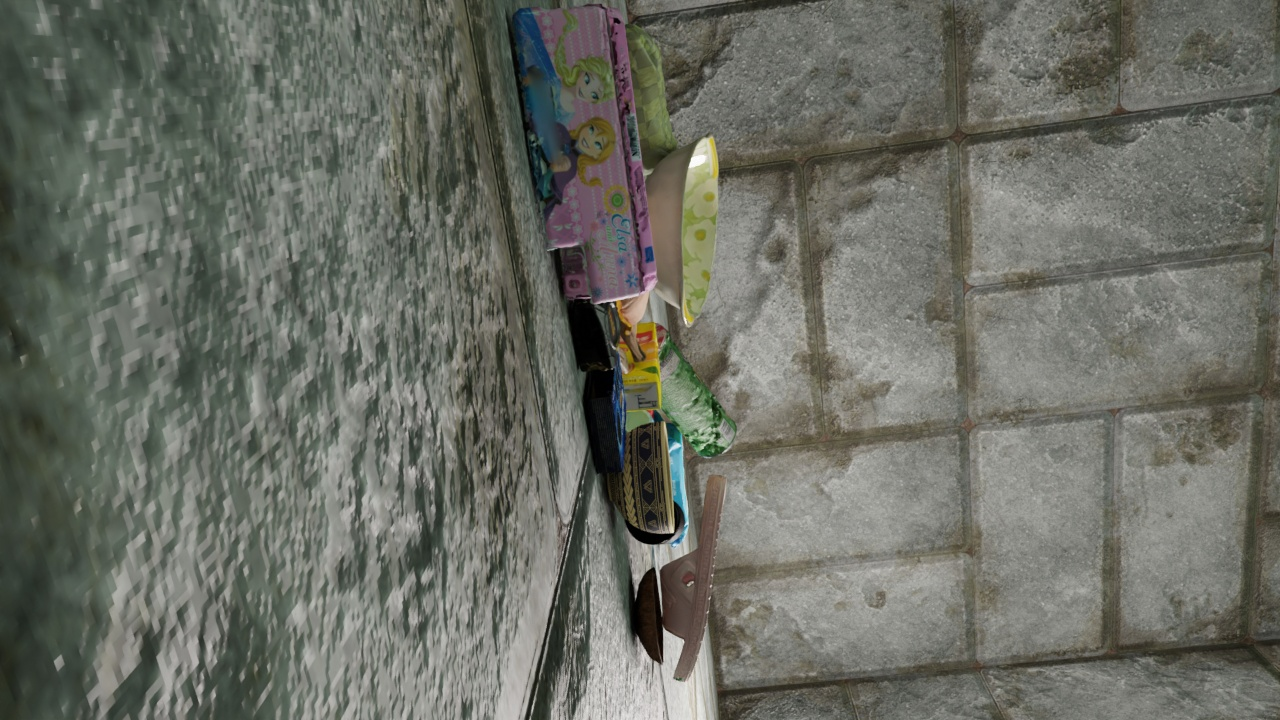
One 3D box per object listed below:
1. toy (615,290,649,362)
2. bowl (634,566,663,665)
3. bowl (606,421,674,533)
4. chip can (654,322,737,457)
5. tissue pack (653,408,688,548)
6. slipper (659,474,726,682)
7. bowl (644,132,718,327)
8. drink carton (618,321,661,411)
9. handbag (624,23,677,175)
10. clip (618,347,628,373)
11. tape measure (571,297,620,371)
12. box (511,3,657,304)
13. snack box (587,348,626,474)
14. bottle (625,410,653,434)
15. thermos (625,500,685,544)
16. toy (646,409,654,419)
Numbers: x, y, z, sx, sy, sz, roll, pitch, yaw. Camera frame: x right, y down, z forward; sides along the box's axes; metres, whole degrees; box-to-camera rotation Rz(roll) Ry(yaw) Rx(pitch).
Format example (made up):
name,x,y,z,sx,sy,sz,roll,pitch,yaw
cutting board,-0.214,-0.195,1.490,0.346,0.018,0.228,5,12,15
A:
name,x,y,z,sx,sy,sz,roll,pitch,yaw
toy,-0.029,-0.106,0.944,0.264,0.065,0.196,43,36,-81
bowl,0.008,0.287,1.031,0.114,0.026,0.102,-83,166,-77
bowl,-0.001,0.120,0.929,0.112,0.061,0.112,-2,87,-87
chip can,0.056,0.045,1.251,0.223,0.076,0.075,51,25,-39
tissue pack,0.036,0.167,1.363,0.116,0.066,0.209,-91,174,-62
slipper,0.053,0.247,1.063,0.094,0.064,0.239,75,26,-77
bowl,0.037,-0.142,0.977,0.188,0.060,0.219,65,33,-63
drink carton,-0.006,0.006,1.086,0.134,0.058,0.043,-91,175,-56
handbag,-0.024,-0.277,0.986,0.187,0.113,0.116,78,0,-46
clip,-0.023,-0.002,0.989,0.061,0.043,0.024,87,-4,-71
tape measure,-0.042,-0.032,0.827,0.062,0.038,0.067,-70,151,-63
box,-0.055,-0.158,0.722,0.096,0.085,0.230,-23,109,-52
snack box,-0.031,0.040,0.898,0.150,0.027,0.082,-88,170,-65
bottle,0.002,0.097,1.182,0.130,0.040,0.040,72,12,-70
thermos,0.024,0.201,1.153,0.231,0.061,0.061,64,19,-78
toy,0.005,0.030,1.299,0.092,0.045,0.135,72,13,-52
